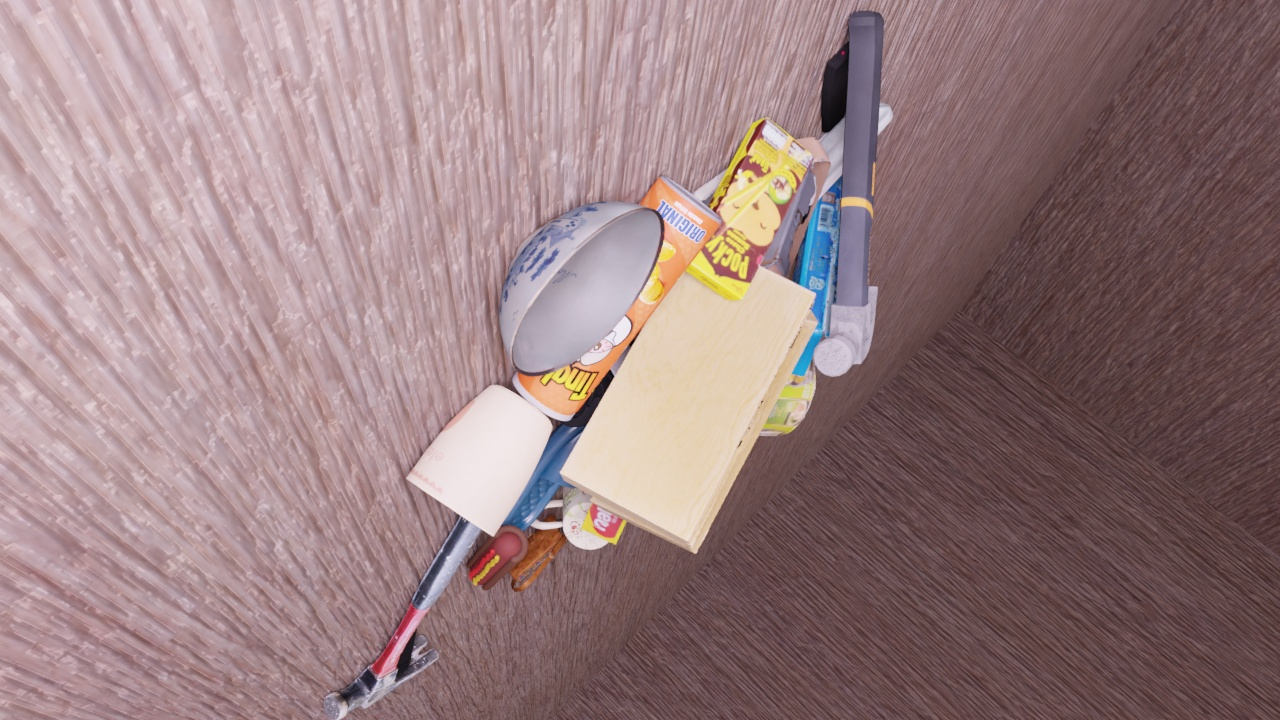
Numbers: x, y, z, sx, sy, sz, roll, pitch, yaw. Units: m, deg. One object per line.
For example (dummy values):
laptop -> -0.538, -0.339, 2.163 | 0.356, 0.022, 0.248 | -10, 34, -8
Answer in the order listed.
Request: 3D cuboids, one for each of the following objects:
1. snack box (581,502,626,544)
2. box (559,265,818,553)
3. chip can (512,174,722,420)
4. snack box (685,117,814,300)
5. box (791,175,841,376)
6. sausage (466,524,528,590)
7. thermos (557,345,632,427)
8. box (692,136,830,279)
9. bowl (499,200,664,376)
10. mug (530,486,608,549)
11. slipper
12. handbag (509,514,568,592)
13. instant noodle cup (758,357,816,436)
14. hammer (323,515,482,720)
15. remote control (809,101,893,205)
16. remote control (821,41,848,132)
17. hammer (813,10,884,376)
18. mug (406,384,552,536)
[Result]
snack box -> -0.008, 0.105, 1.004 | 0.200, 0.042, 0.092 | -63, 177, -62
box -> 0.051, 0.035, 0.832 | 0.248, 0.141, 0.148 | -60, 160, -13
chip can -> -0.021, -0.049, 0.757 | 0.211, 0.062, 0.062 | -52, 162, 14
snack box -> 0.092, -0.130, 0.791 | 0.148, 0.061, 0.026 | -62, -157, -10
box -> 0.199, -0.105, 0.966 | 0.091, 0.066, 0.242 | 96, 7, -60
sausage -> -0.157, 0.214, 0.988 | 0.040, 0.040, 0.156 | -36, 173, -32
thermos -> -0.005, 0.005, 0.917 | 0.229, 0.068, 0.101 | -14, 132, -59
box -> 0.099, -0.122, 0.918 | 0.156, 0.063, 0.217 | -32, 159, -19
bowl -> -0.053, -0.063, 0.662 | 0.150, 0.057, 0.151 | -41, 161, -18
mug -> -0.076, 0.172, 1.066 | 0.097, 0.122, 0.081 | -81, 165, -73
slipper -> -0.081, 0.118, 0.988 | 0.214, 0.059, 0.103 | -49, 161, 8
handbag -> -0.130, 0.237, 1.091 | 0.093, 0.043, 0.195 | -41, 180, 3
instant noodle cup -> 0.121, 0.021, 1.018 | 0.097, 0.146, 0.146 | 12, 126, -29
hammer -> -0.226, 0.255, 0.981 | 0.140, 0.036, 0.327 | -16, 144, -57
remote control -> 0.201, -0.219, 0.947 | 0.133, 0.050, 0.022 | -47, 137, -2
remote control -> 0.191, -0.261, 0.890 | 0.039, 0.010, 0.125 | -46, 163, -7
hammer -> 0.196, -0.152, 0.835 | 0.139, 0.035, 0.313 | -29, 122, -61
mug -> -0.130, 0.079, 0.765 | 0.104, 0.085, 0.112 | -55, -167, -13
